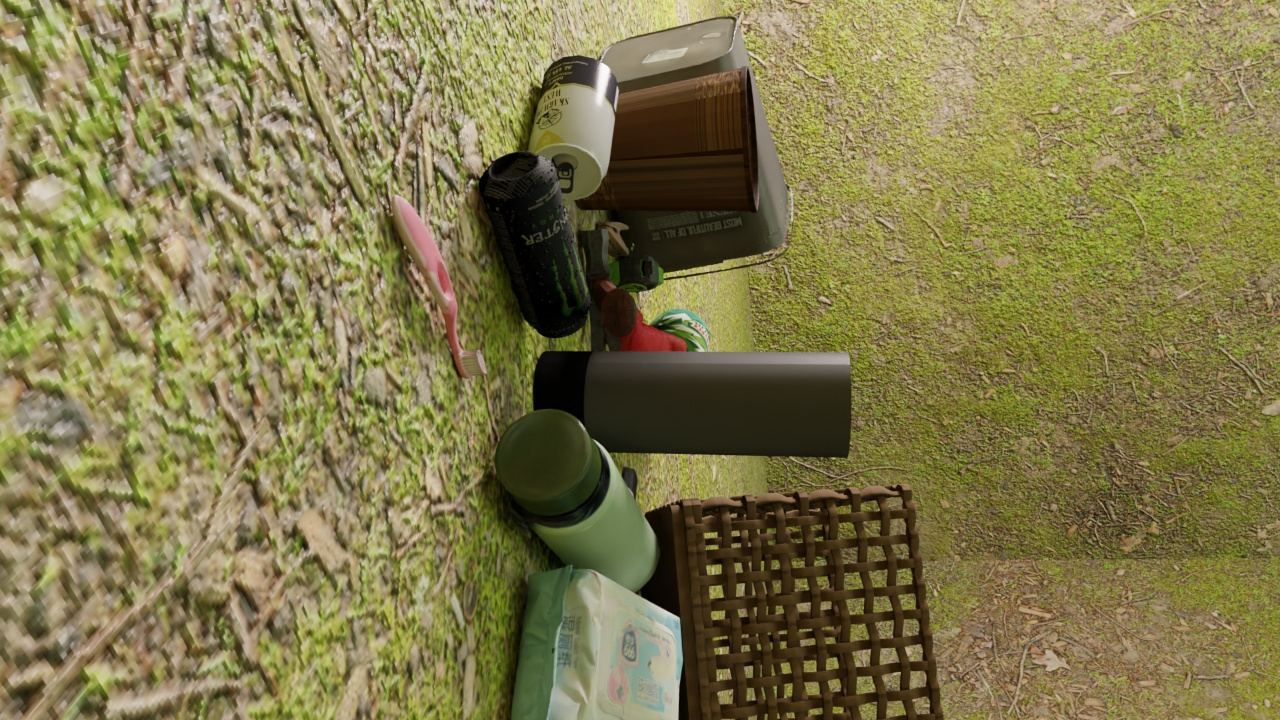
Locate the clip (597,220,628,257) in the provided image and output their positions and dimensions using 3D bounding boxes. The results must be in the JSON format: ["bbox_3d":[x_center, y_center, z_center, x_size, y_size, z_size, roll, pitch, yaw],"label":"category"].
[{"bbox_3d":[-0.029,-0.136,0.965,0.060,0.024,0.039,58,31,-60],"label":"clip"}]

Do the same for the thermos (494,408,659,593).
[{"bbox_3d":[-0.045,0.115,0.691,0.231,0.082,0.082,68,22,-59],"label":"thermos"}]

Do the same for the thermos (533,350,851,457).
[{"bbox_3d":[0.041,0.034,0.730,0.082,0.240,0.082,2,89,-81],"label":"thermos"}]

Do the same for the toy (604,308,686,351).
[{"bbox_3d":[-0.005,0.005,0.914,0.093,0.088,0.133,-59,145,-51],"label":"toy"}]

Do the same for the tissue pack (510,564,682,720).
[{"bbox_3d":[-0.023,0.231,0.684,0.182,0.070,0.111,43,42,-49],"label":"tissue pack"}]

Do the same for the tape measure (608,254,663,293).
[{"bbox_3d":[-0.008,-0.093,0.964,0.065,0.059,0.036,18,68,-75],"label":"tape measure"}]

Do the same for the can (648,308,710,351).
[{"bbox_3d":[0.038,-0.012,1.114,0.144,0.083,0.083,-56,141,-72],"label":"can"}]

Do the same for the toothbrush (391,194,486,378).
[{"bbox_3d":[-0.114,-0.038,0.526,0.021,0.016,0.135,-84,166,-45],"label":"toothbrush"}]

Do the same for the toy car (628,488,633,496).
[{"bbox_3d":[-0.022,0.145,0.902,0.105,0.033,0.048,69,20,-61],"label":"toy car"}]

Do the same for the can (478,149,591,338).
[{"bbox_3d":[-0.072,-0.080,0.650,0.053,0.054,0.138,-82,164,-45],"label":"can"}]

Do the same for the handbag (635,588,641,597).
[{"bbox_3d":[0.041,0.237,1.075,0.169,0.068,0.145,-76,161,-53],"label":"handbag"}]

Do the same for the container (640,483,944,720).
[{"bbox_3d":[0.125,0.257,0.865,0.220,0.214,0.251,125,-38,-75],"label":"container"}]

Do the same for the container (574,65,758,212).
[{"bbox_3d":[0.022,-0.199,0.864,0.132,0.167,0.132,-2,89,-79],"label":"container"}]

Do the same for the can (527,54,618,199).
[{"bbox_3d":[-0.054,-0.185,0.741,0.064,0.064,0.127,72,19,-52],"label":"can"}]

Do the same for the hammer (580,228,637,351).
[{"bbox_3d":[-0.027,-0.050,0.742,0.300,0.028,0.111,-123,-151,-81],"label":"hammer"}]

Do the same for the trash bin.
[{"bbox_3d":[0.054,-0.237,1.014,0.197,0.198,0.220,-77,154,-52],"label":"trash bin"}]

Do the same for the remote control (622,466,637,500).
[{"bbox_3d":[-0.015,0.175,0.971,0.032,0.015,0.136,75,16,-46],"label":"remote control"}]
